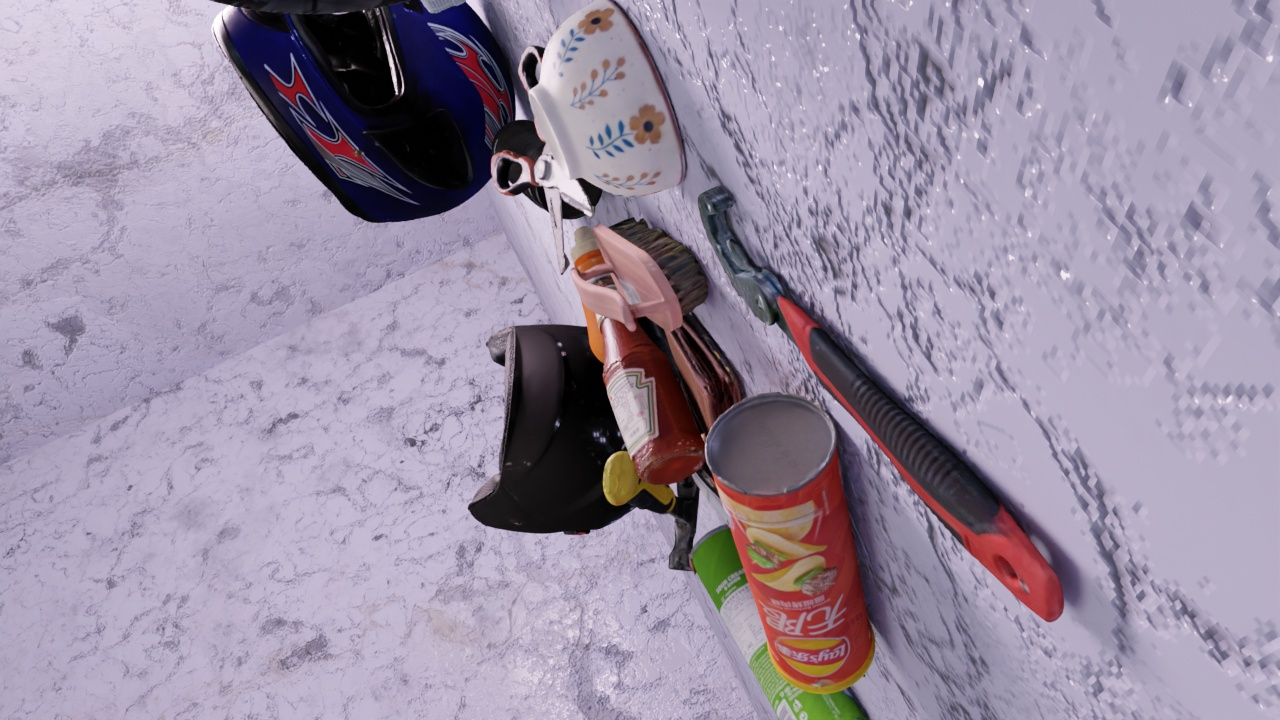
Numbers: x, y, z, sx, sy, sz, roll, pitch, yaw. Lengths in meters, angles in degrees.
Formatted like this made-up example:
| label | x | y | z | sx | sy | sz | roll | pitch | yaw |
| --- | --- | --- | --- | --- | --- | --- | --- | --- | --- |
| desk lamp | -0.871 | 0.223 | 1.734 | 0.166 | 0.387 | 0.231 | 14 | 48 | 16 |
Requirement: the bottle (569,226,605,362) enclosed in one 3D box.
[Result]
| label | x | y | z | sx | sy | sz | roll | pitch | yaw |
| --- | --- | --- | --- | --- | --- | --- | --- | --- | --- |
| bottle | -0.036 | -0.070 | 0.934 | 0.067 | 0.066 | 0.149 | 83 | 167 | -73 |

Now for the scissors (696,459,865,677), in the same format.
| label | x | y | z | sx | sy | sz | roll | pitch | yaw |
| --- | --- | --- | --- | --- | --- | --- | --- | --- | --- |
| scissors | 0.106 | 0.160 | 0.770 | 0.229 | 0.021 | 0.221 | 54 | 177 | 0 |

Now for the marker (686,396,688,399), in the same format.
| label | x | y | z | sx | sy | sz | roll | pitch | yaw |
| --- | --- | --- | --- | --- | --- | --- | --- | --- | --- |
| marker | 0.043 | 0.037 | 0.904 | 0.018 | 0.015 | 0.124 | 62 | 173 | -22 |

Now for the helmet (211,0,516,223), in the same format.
| label | x | y | z | sx | sy | sz | roll | pitch | yaw |
| --- | --- | --- | --- | --- | --- | --- | --- | --- | --- |
| helmet | -0.274 | -0.311 | 1.024 | 0.247 | 0.240 | 0.315 | 60 | -176 | 38 |

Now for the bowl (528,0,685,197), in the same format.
| label | x | y | z | sx | sy | sz | roll | pitch | yaw |
| --- | --- | --- | --- | --- | --- | --- | --- | --- | --- |
| bowl | -0.026 | -0.143 | 0.534 | 0.113 | 0.062 | 0.113 | 63 | 175 | 9 |

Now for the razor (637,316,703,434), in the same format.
| label | x | y | z | sx | sy | sz | roll | pitch | yaw |
| --- | --- | --- | --- | --- | --- | --- | --- | --- | --- |
| razor | 0.015 | -0.006 | 0.830 | 0.067 | 0.062 | 0.167 | -4 | -110 | -63 |

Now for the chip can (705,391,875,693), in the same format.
| label | x | y | z | sx | sy | sz | roll | pitch | yaw |
| --- | --- | --- | --- | --- | --- | --- | --- | --- | --- |
| chip can | 0.093 | 0.115 | 0.546 | 0.073 | 0.073 | 0.217 | 57 | 171 | 49 |

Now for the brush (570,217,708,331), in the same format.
| label | x | y | z | sx | sy | sz | roll | pitch | yaw |
| --- | --- | --- | --- | --- | --- | --- | --- | --- | --- |
| brush | -0.003 | -0.056 | 0.649 | 0.063 | 0.073 | 0.145 | 67 | 171 | -23 |

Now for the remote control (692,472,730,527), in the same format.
| label | x | y | z | sx | sy | sz | roll | pitch | yaw |
| --- | --- | --- | --- | --- | --- | --- | --- | --- | --- |
| remote control | 0.069 | 0.120 | 0.886 | 0.125 | 0.024 | 0.049 | 54 | 180 | -38 |

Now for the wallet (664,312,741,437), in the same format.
| label | x | y | z | sx | sy | sz | roll | pitch | yaw |
| --- | --- | --- | --- | --- | --- | --- | --- | --- | --- |
| wallet | 0.054 | 0.028 | 0.715 | 0.101 | 0.032 | 0.125 | -118 | 6 | -46 |

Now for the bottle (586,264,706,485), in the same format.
| label | x | y | z | sx | sy | sz | roll | pitch | yaw |
| --- | --- | --- | --- | --- | --- | --- | --- | --- | --- |
| bottle | -0.004 | 0.004 | 0.758 | 0.060 | 0.060 | 0.206 | 73 | 176 | -57 |

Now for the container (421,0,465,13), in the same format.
| label | x | y | z | sx | sy | sz | roll | pitch | yaw |
| --- | --- | --- | --- | --- | --- | --- | --- | --- | --- |
| container | -0.141 | -0.315 | 0.663 | 0.111 | 0.090 | 0.090 | -146 | 31 | -83 |

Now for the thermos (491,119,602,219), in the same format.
| label | x | y | z | sx | sy | sz | roll | pitch | yaw |
| --- | --- | --- | --- | --- | --- | --- | --- | --- | --- |
| thermos | -0.091 | -0.199 | 0.885 | 0.242 | 0.068 | 0.090 | -134 | 51 | -64 |

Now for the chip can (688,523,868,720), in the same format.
| label | x | y | z | sx | sy | sz | roll | pitch | yaw |
| --- | --- | --- | --- | --- | --- | --- | --- | --- | --- |
| chip can | 0.126 | 0.264 | 0.874 | 0.236 | 0.072 | 0.072 | 58 | 171 | 45 |

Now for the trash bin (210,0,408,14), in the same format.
| label | x | y | z | sx | sy | sz | roll | pitch | yaw |
| --- | --- | --- | --- | --- | --- | --- | --- | --- | --- |
| trash bin | -0.154 | -0.299 | 0.390 | 0.227 | 0.226 | 0.195 | 97 | 159 | -79 |

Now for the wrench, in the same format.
| label | x | y | z | sx | sy | sz | roll | pitch | yaw |
| --- | --- | --- | --- | --- | --- | --- | --- | --- | --- |
| wrench | 0.087 | 0.003 | 0.400 | 0.273 | 0.016 | 0.056 | 58 | 172 | 46 |

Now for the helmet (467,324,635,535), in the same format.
| label | x | y | z | sx | sy | sz | roll | pitch | yaw |
| --- | --- | --- | --- | --- | --- | --- | --- | --- | --- |
| helmet | -0.070 | 0.079 | 1.045 | 0.275 | 0.230 | 0.233 | 58 | -148 | -63 |

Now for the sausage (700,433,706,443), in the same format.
| label | x | y | z | sx | sy | sz | roll | pitch | yaw |
| --- | --- | --- | --- | --- | --- | --- | --- | --- | --- |
| sausage | 0.059 | 0.069 | 0.866 | 0.021 | 0.021 | 0.165 | 66 | 173 | -15 |

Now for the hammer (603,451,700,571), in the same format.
| label | x | y | z | sx | sy | sz | roll | pitch | yaw |
| --- | --- | --- | --- | --- | --- | --- | --- | --- | --- |
| hammer | 0.019 | 0.130 | 0.880 | 0.323 | 0.032 | 0.126 | 50 | -136 | -70 |

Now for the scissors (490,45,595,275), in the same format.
| label | x | y | z | sx | sy | sz | roll | pitch | yaw |
| --- | --- | --- | --- | --- | --- | --- | --- | --- | --- |
| scissors | -0.082 | -0.166 | 0.747 | 0.227 | 0.015 | 0.189 | 13 | 97 | 58 |
